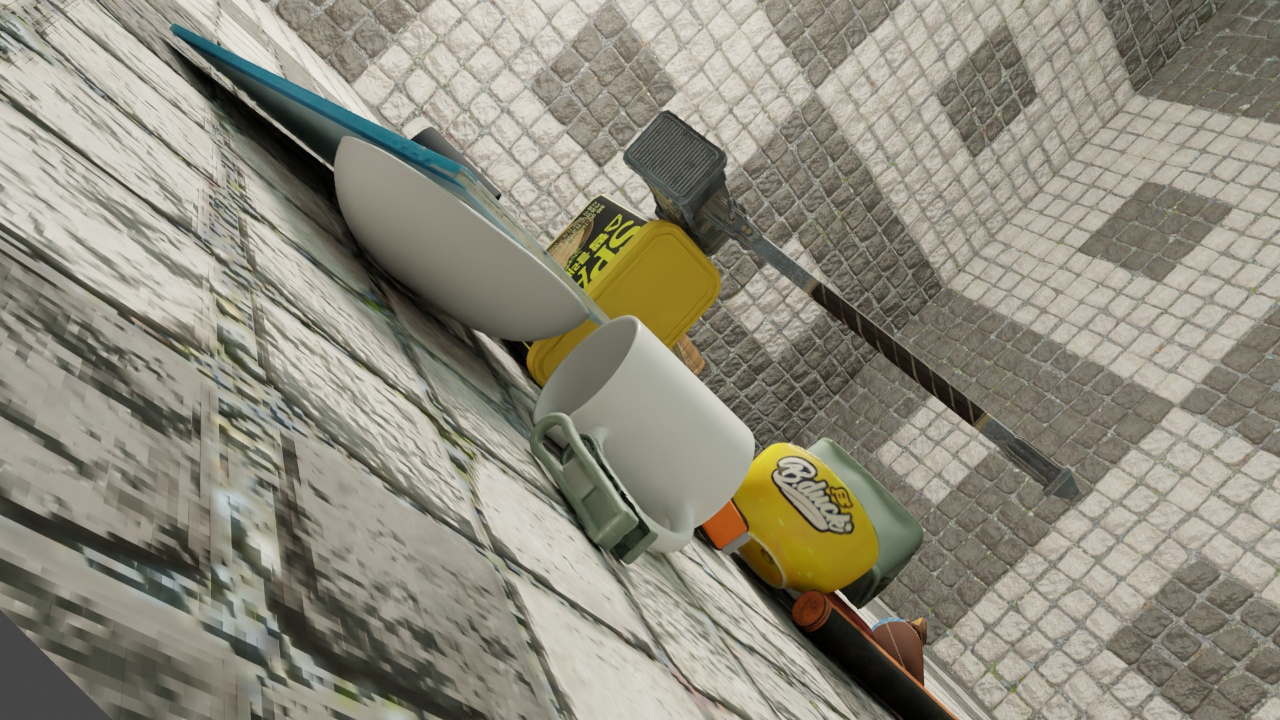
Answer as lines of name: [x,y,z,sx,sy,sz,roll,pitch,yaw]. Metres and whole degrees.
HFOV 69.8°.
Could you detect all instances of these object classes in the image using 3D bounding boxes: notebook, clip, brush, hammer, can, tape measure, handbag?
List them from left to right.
notebook: [-0.140,-0.104,0.535,0.253,0.009,0.181,30,-7,29]
clip: [-0.021,0.051,0.381,0.042,0.023,0.076,45,2,-41]
can: [-0.029,-0.042,0.639,0.075,0.135,0.104,43,-1,-34]
tape measure: [0.040,0.095,0.622,0.059,0.038,0.058,59,-6,-29]
brush: [0.124,0.175,0.777,0.172,0.030,0.041,46,2,14]
handbag: [0.166,0.135,0.770,0.122,0.067,0.106,45,-25,24]
hammer: [0.124,-0.028,0.550,0.322,0.044,0.098,42,0,20]
hammer: [0.222,0.271,0.703,0.314,0.035,0.138,44,2,-18]

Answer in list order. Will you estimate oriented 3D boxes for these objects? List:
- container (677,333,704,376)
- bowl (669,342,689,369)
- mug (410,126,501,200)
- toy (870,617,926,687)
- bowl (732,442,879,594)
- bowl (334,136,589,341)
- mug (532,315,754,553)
container: [-0.014,-0.031,1.094,0.167,0.132,0.132,50,1,-8]
bowl: [-0.005,0.004,0.766,0.219,0.060,0.188,133,-68,-85]
mug: [-0.174,-0.135,0.771,0.077,0.071,0.105,44,-25,-8]
toy: [0.244,0.290,0.847,0.090,0.071,0.102,62,10,-49]
bowl: [0.112,0.128,0.689,0.117,0.067,0.117,45,-24,25]
bowl: [-0.099,-0.050,0.466,0.149,0.043,0.149,34,-6,4]
mug: [0.001,0.044,0.458,0.090,0.074,0.110,44,27,-22]
